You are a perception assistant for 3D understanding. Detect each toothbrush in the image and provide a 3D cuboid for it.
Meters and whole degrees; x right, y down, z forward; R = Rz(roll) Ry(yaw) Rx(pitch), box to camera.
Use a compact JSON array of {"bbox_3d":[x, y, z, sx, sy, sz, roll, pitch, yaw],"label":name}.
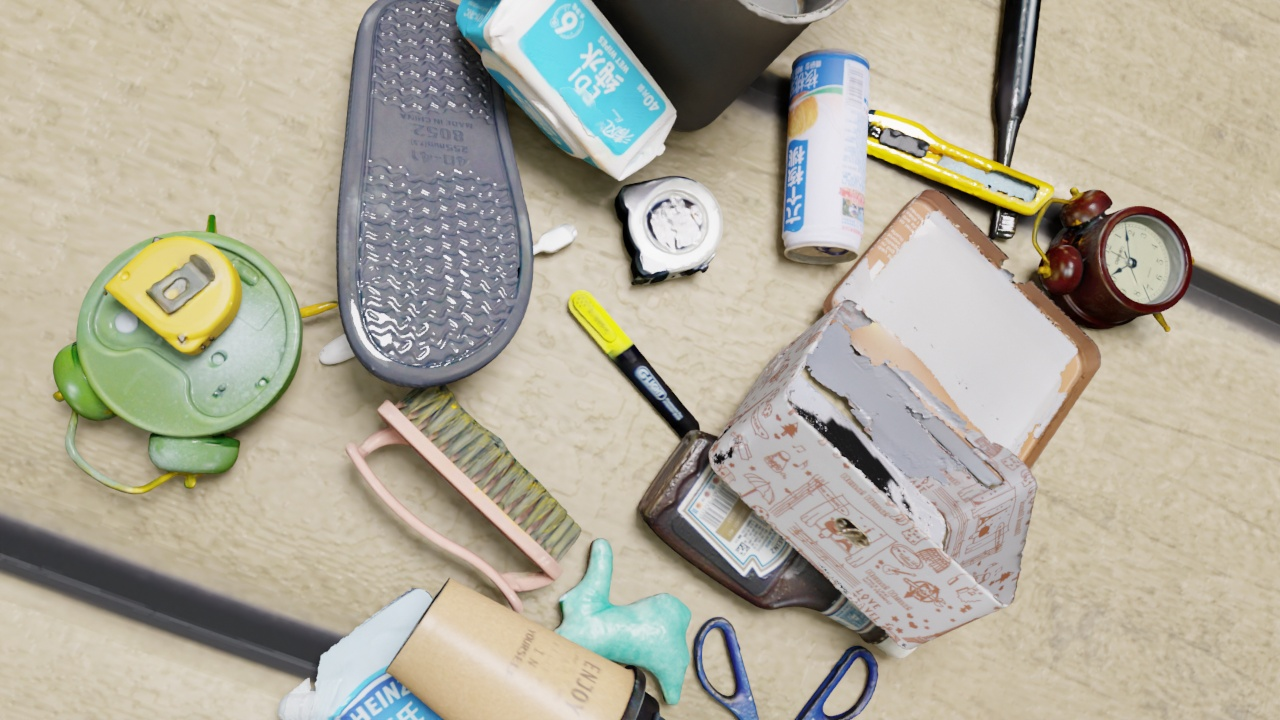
[{"bbox_3d":[-0.121,-0.042,0.584,0.180,0.016,0.016,-29,87,-10],"label":"toothbrush"},{"bbox_3d":[0.270,-0.191,0.663,0.027,0.026,0.212,7,85,9],"label":"toothbrush"}]

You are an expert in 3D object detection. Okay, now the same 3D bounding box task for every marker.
[{"bbox_3d":[-0.004,0.003,0.598,0.018,0.015,0.124,-41,93,-7],"label":"marker"}]

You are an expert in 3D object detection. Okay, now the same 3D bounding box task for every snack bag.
[{"bbox_3d":[-0.121,0.241,0.538,0.110,0.039,0.191,-35,88,-10],"label":"snack bag"}]

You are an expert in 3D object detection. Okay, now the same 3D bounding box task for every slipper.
[{"bbox_3d":[-0.130,-0.100,0.563,0.110,0.084,0.267,3,65,-22],"label":"slipper"}]

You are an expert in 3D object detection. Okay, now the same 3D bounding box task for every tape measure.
[{"bbox_3d":[0.020,-0.086,0.603,0.066,0.033,0.065,-11,87,-9],"label":"tape measure"},{"bbox_3d":[-0.247,-0.038,0.495,0.060,0.029,0.057,41,77,-4],"label":"tape measure"}]

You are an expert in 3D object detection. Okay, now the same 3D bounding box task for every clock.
[{"bbox_3d":[-0.264,0.001,0.531,0.116,0.056,0.161,36,79,-4],"label":"clock"},{"bbox_3d":[0.325,-0.071,0.643,0.122,0.055,0.082,27,80,-9],"label":"clock"}]

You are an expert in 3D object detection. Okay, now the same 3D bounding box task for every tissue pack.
[{"bbox_3d":[-0.047,-0.173,0.548,0.063,0.090,0.140,-46,124,0],"label":"tissue pack"}]

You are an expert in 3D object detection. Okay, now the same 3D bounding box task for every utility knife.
[{"bbox_3d":[0.216,-0.140,0.642,0.154,0.015,0.033,22,91,2],"label":"utility knife"}]

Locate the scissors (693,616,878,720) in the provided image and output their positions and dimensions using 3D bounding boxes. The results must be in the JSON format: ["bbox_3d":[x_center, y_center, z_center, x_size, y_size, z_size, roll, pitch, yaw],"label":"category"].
[{"bbox_3d":[0.086,0.239,0.587,0.162,0.012,0.176,-26,89,-12],"label":"scissors"}]

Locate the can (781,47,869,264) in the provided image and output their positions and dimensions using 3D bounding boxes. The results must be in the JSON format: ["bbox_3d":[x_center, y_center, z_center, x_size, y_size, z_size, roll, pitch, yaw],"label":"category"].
[{"bbox_3d":[0.125,-0.135,0.617,0.053,0.053,0.134,6,82,-9],"label":"can"}]

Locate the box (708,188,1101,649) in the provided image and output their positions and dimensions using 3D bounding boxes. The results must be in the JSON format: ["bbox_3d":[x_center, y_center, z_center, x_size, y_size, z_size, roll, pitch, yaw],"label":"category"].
[{"bbox_3d":[0.181,0.026,0.590,0.178,0.107,0.271,44,56,-2],"label":"box"}]

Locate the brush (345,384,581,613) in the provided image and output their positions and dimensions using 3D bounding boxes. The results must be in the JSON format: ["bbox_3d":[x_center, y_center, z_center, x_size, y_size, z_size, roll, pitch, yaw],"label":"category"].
[{"bbox_3d":[-0.102,0.081,0.548,0.145,0.063,0.073,45,74,-4],"label":"brush"}]

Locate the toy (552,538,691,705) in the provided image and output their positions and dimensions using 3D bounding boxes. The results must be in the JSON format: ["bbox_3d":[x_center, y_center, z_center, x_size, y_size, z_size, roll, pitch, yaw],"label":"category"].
[{"bbox_3d":[-0.011,0.161,0.570,0.092,0.030,0.096,9,79,-11],"label":"toy"}]

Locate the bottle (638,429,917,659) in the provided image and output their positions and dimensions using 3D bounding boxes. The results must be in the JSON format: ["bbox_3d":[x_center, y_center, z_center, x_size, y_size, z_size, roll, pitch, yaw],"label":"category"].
[{"bbox_3d":[0.095,0.124,0.586,0.195,0.044,0.080,35,89,-6],"label":"bottle"}]

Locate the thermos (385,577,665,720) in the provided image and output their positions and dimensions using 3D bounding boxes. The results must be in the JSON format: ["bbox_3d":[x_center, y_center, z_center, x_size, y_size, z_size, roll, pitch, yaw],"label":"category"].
[{"bbox_3d":[-0.066,0.187,0.516,0.143,0.093,0.093,36,79,-3],"label":"thermos"}]

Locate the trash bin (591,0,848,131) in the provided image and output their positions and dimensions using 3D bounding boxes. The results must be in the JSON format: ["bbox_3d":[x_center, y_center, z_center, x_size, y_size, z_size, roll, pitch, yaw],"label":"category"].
[{"bbox_3d":[0.041,-0.264,0.533,0.198,0.220,0.198,40,79,-4],"label":"trash bin"}]
